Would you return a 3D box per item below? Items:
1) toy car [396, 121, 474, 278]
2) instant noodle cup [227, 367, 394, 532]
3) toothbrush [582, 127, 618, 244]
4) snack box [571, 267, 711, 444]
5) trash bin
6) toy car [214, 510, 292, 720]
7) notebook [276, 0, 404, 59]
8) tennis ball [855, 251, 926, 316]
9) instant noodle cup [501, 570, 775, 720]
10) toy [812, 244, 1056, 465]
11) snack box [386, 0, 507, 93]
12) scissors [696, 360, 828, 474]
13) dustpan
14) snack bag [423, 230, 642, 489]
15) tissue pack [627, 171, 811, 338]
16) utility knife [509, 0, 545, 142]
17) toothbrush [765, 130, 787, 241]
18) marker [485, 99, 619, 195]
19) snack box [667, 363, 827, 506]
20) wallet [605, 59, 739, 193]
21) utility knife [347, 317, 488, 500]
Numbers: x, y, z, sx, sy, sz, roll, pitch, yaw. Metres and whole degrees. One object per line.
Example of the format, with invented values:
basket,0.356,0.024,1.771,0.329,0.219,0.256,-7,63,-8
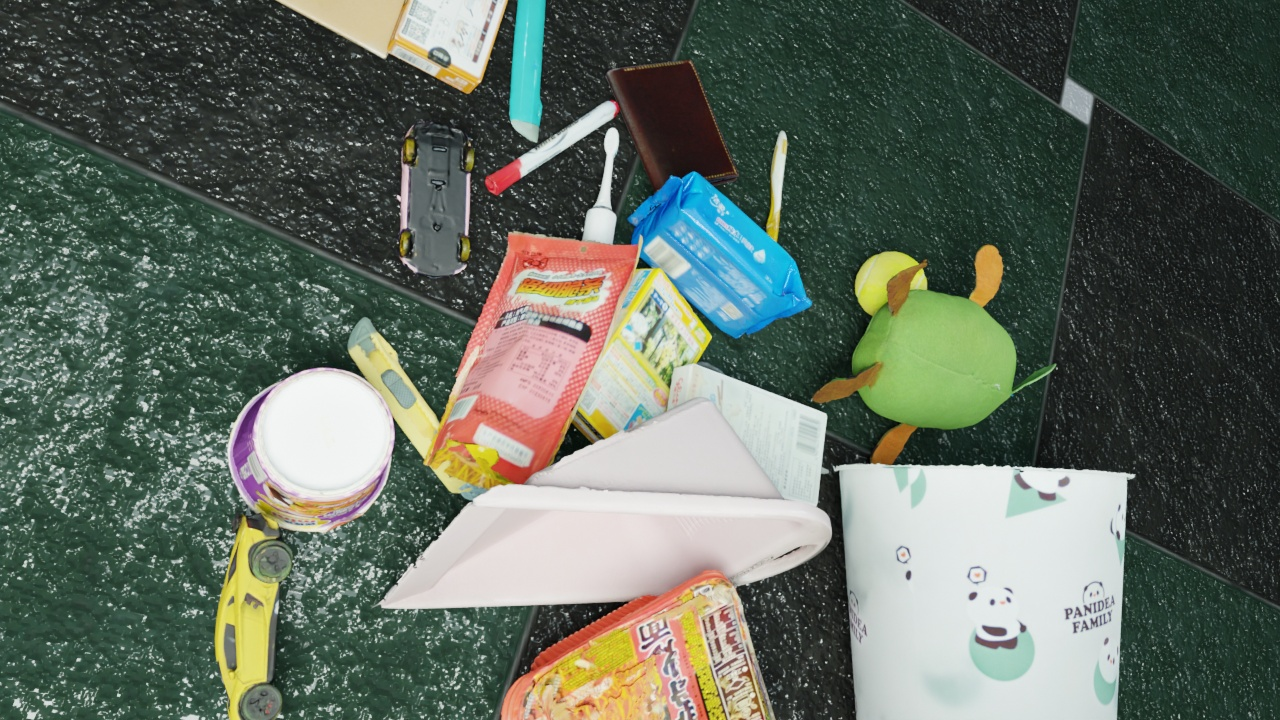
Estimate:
toy car,-0.160,-0.125,0.715,0.056,0.037,0.122,3,89,-21
instant noodle cup,-0.214,0.055,0.612,0.111,0.099,0.111,7,74,-24
toothbrush,-0.037,-0.096,0.768,0.027,0.026,0.220,6,73,5
snack box,-0.004,0.004,0.738,0.087,0.034,0.140,49,63,-33
trash bin,0.271,0.212,0.731,0.229,0.230,0.251,5,81,-23
toy car,-0.247,0.173,0.583,0.041,0.071,0.155,4,77,-25
notebook,-0.272,-0.349,0.732,0.207,0.008,0.147,25,69,-17
tennis ball,0.235,-0.070,0.862,0.065,0.066,0.065,6,75,-23
instant noodle cup,-0.004,0.249,0.654,0.188,0.079,0.164,-23,106,-25
toy,0.262,0.000,0.825,0.246,0.090,0.227,18,106,-39
snack box,-0.150,-0.306,0.762,0.075,0.026,0.153,23,69,-27
scissors,0.086,0.073,0.793,0.174,0.014,0.159,-12,86,-28
dustpan,-0.008,0.135,0.618,0.272,0.223,0.139,-25,77,-35
snack bag,-0.080,-0.007,0.679,0.073,0.129,0.207,50,53,-50
tissue pack,0.065,-0.086,0.774,0.157,0.095,0.052,41,59,-11
utility knife,-0.095,-0.285,0.793,0.029,0.013,0.205,7,78,-21
toothbrush,0.120,-0.130,0.853,0.018,0.016,0.191,12,74,-12
marker,-0.072,-0.183,0.778,0.145,0.017,0.017,-40,96,-26
snack box,0.089,0.065,0.762,0.156,0.027,0.084,20,72,-30
wallet,0.031,-0.212,0.831,0.096,0.020,0.122,-18,85,-32
utility knife,-0.167,0.041,0.686,0.030,0.018,0.165,-37,99,-21
